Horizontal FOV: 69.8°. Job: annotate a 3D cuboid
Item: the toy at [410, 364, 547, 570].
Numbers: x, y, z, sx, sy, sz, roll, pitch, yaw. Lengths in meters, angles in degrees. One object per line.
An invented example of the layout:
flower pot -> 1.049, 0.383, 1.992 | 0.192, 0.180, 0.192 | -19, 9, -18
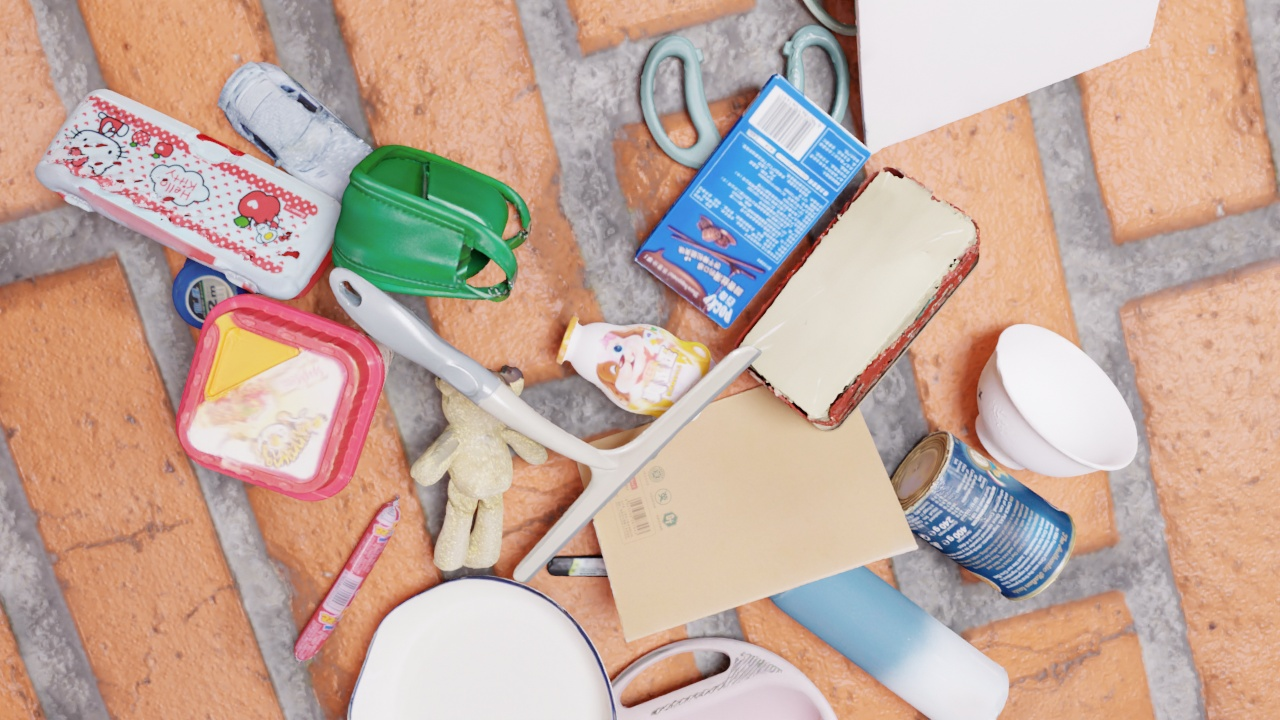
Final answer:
toy -> -0.121, 0.079, 0.665 | 0.105, 0.066, 0.157 | -1, 104, -33

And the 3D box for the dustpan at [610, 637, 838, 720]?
dustpan -> 0.059, 0.339, 0.626 | 0.222, 0.273, 0.139 | -23, 122, 0

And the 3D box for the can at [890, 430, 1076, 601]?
can -> 0.239, 0.109, 0.656 | 0.111, 0.075, 0.075 | 34, 96, -4

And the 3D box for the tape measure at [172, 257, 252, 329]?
tape measure -> -0.306, -0.049, 0.660 | 0.054, 0.025, 0.058 | -6, 94, 3

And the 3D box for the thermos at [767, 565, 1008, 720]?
thermos -> 0.163, 0.190, 0.674 | 0.220, 0.070, 0.070 | 36, 96, -4

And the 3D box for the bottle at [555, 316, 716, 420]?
bottle -> -0.004, 0.004, 0.647 | 0.108, 0.063, 0.063 | 21, 97, -3

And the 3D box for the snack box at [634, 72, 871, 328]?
snack box -> 0.076, -0.108, 0.636 | 0.084, 0.026, 0.157 | 37, 106, -9

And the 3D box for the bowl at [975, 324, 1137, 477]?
bowl -> 0.277, 0.040, 0.645 | 0.118, 0.118, 0.065 | 31, 135, -4

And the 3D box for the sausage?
sausage -> -0.220, 0.167, 0.692 | 0.020, 0.020, 0.156 | 33, 97, -4

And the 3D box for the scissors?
scissors -> 0.061, -0.163, 0.648 | 0.177, 0.019, 0.174 | 20, 100, -4

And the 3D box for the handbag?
handbag -> -0.134, -0.087, 0.604 | 0.120, 0.131, 0.068 | 18, 110, -9

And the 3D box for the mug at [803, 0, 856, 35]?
mug -> 0.146, -0.277, 0.607 | 0.106, 0.082, 0.112 | 29, 128, -4

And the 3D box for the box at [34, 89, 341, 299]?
box -> -0.302, -0.111, 0.619 | 0.201, 0.049, 0.087 | 25, 69, 2

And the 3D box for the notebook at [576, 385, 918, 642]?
notebook -> 0.068, 0.096, 0.650 | 0.208, 0.008, 0.147 | -19, 65, 2

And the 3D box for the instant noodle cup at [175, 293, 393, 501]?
instant noodle cup -> -0.228, 0.019, 0.620 | 0.116, 0.124, 0.116 | 19, 96, -3

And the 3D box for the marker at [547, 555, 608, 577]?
marker -> -0.009, 0.155, 0.694 | 0.124, 0.015, 0.018 | -1, 97, 3

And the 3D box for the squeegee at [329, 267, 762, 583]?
squeegee -> -0.088, 0.021, 0.575 | 0.246, 0.039, 0.247 | 37, 108, -24

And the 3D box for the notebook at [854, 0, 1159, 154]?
notebook -> 0.240, -0.227, 0.591 | 0.209, 0.012, 0.150 | -20, 141, 2

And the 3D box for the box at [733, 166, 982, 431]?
box -> 0.147, -0.039, 0.619 | 0.091, 0.079, 0.168 | 41, 97, 21

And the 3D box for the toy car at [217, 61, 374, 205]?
toy car -> -0.235, -0.155, 0.641 | 0.120, 0.036, 0.054 | 40, 95, -8

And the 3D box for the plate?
plate -> -0.110, 0.259, 0.663 | 0.205, 0.045, 0.204 | -2, 82, 15
